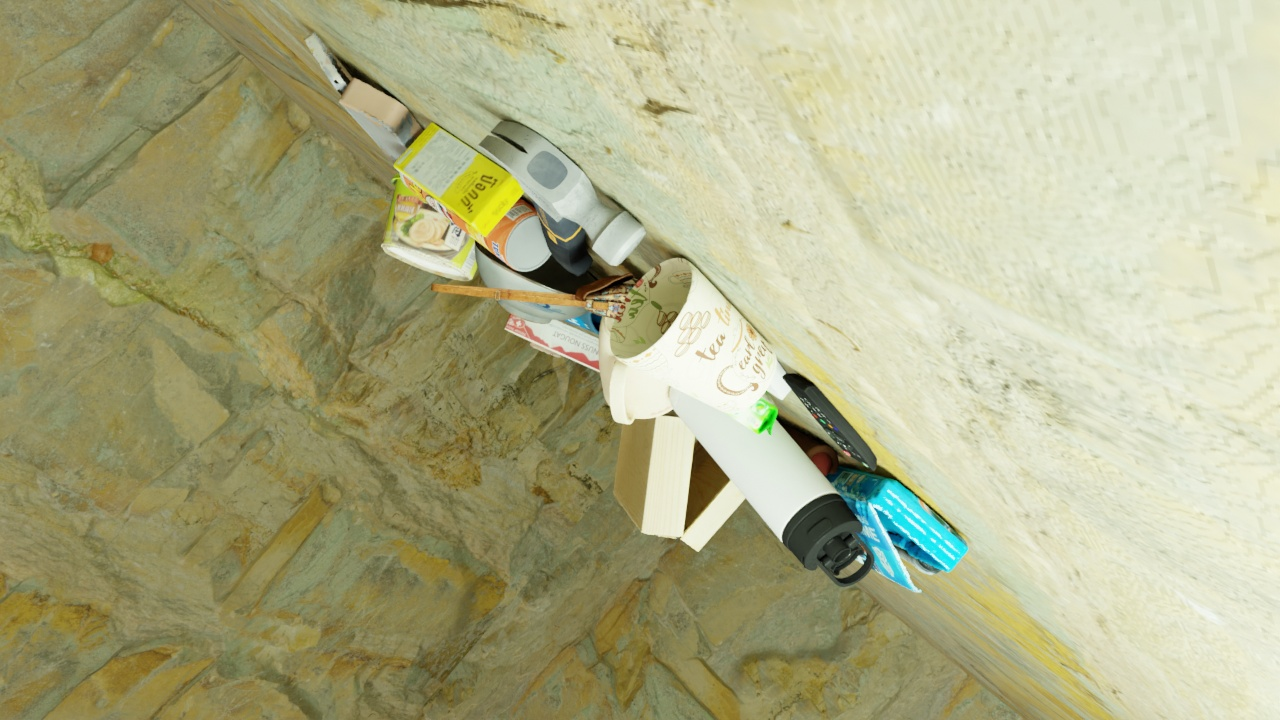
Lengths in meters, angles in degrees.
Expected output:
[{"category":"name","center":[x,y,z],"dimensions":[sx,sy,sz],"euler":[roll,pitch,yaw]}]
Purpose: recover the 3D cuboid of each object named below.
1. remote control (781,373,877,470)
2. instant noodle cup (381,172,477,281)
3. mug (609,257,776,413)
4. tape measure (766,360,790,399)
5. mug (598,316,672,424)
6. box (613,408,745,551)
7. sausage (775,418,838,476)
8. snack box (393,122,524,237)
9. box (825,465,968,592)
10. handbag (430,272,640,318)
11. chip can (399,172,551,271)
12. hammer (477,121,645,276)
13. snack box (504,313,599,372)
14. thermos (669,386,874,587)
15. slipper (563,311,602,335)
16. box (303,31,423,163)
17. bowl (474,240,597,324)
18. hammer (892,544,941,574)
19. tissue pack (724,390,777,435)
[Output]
[{"category":"remote control","center":[0.147,0.047,0.707],"dimensions":[0.124,0.010,0.039],"euler":[44,174,-41]},{"category":"instant noodle cup","center":[-0.251,-0.164,1.142],"dimensions":[0.146,0.097,0.146],"euler":[18,174,2]},{"category":"mug","center":[0.034,-0.018,0.656],"dimensions":[0.097,0.081,0.122],"euler":[35,-175,-28]},{"category":"tape measure","center":[0.086,-0.001,0.714],"dimensions":[0.065,0.016,0.064],"euler":[37,174,41]},{"category":"mug","center":[-0.005,0.005,0.880],"dimensions":[0.085,0.111,0.104],"euler":[10,141,16]},{"category":"box","center":[0.042,0.126,1.047],"dimensions":[0.148,0.141,0.249],"euler":[19,179,-7]},{"category":"sausage","center":[0.145,0.085,0.918],"dimensions":[0.040,0.040,0.155],"euler":[42,175,-21]},{"category":"snack box","center":[-0.179,-0.179,0.895],"dimensions":[0.149,0.061,0.025],"euler":[37,175,36]},{"category":"box","center":[0.208,0.149,0.854],"dimensions":[0.091,0.066,0.243],"euler":[41,176,0]},{"category":"handbag","center":[-0.081,-0.062,0.793],"dimensions":[0.195,0.043,0.093],"euler":[5,-173,-9]},{"category":"chip can","center":[-0.175,-0.167,0.970],"dimensions":[0.210,0.062,0.062],"euler":[37,175,36]},{"category":"hammer","center":[-0.061,-0.111,0.763],"dimensions":[0.139,0.035,0.312],"euler":[42,176,2]},{"category":"snack box","center":[-0.038,0.002,1.131],"dimensions":[0.273,0.044,0.076],"euler":[23,178,20]},{"category":"thermos","center":[0.116,0.097,0.831],"dimensions":[0.230,0.068,0.101],"euler":[52,-177,38]},{"category":"slipper","center":[-0.089,-0.084,1.104],"dimensions":[0.214,0.059,0.104],"euler":[41,174,19]},{"category":"box","center":[-0.307,-0.285,1.082],"dimensions":[0.157,0.063,0.216],"euler":[51,177,8]},{"category":"bowl","center":[-0.116,-0.079,0.994],"dimensions":[0.150,0.057,0.150],"euler":[22,-161,-8]},{"category":"hammer","center":[0.260,0.192,1.064],"dimensions":[0.140,0.036,0.326],"euler":[39,175,-5]},{"category":"tissue pack","center":[0.062,0.012,0.768],"dimensions":[0.114,0.034,0.099],"euler":[32,-168,-7]}]
